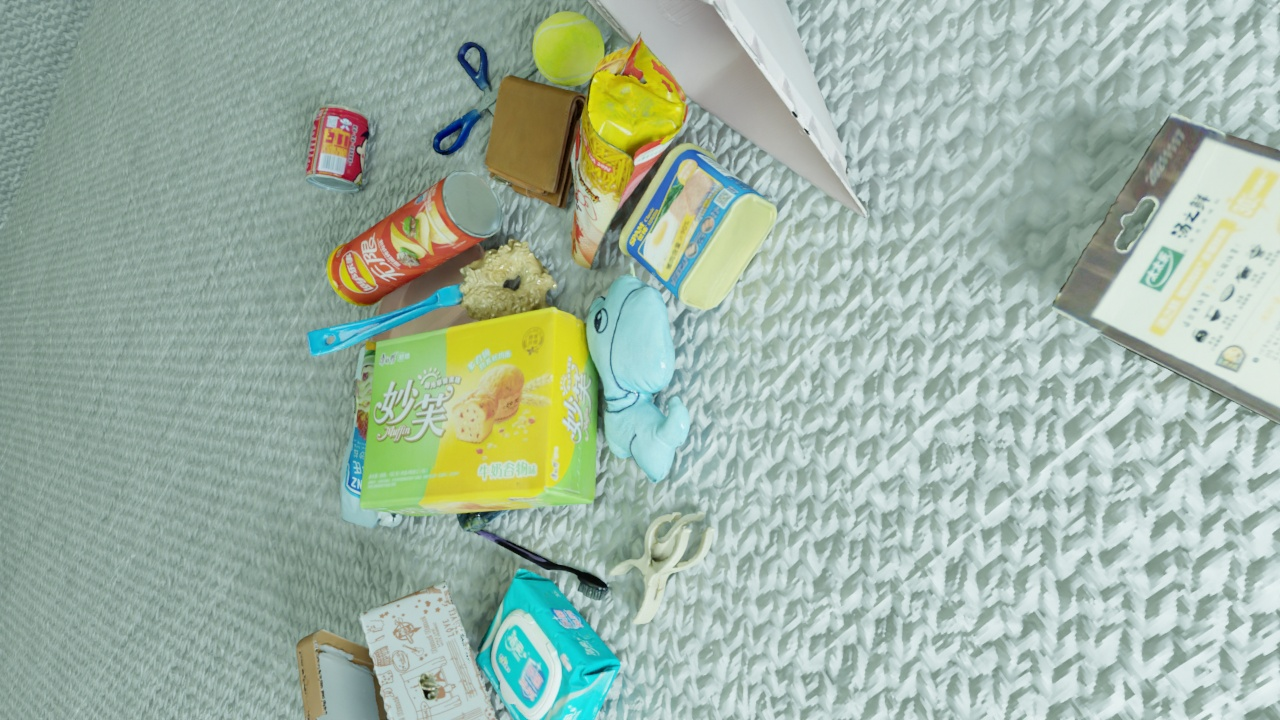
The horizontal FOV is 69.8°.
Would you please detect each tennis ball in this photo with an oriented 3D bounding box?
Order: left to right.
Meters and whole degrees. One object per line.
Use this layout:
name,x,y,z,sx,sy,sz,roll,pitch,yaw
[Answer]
tennis ball,-0.066,-0.285,0.842,0.066,0.065,0.065,-12,72,42

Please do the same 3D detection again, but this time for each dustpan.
dustpan,0.027,-0.213,0.638,0.139,0.222,0.272,-25,50,24

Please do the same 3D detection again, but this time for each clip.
clip,0.015,0.151,0.687,0.100,0.034,0.070,-52,51,29

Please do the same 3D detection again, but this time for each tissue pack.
tissue pack,-0.080,0.243,0.745,0.133,0.050,0.093,39,109,43

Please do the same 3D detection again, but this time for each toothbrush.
toothbrush,-0.093,0.174,0.800,0.189,0.014,0.017,11,100,45

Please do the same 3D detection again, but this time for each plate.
plate,-0.211,-0.023,0.950,0.230,0.028,0.229,-12,73,43

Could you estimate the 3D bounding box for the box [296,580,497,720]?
box,-0.202,0.304,0.757,0.147,0.148,0.181,99,149,-48

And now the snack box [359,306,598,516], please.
snack box,-0.141,0.051,0.800,0.210,0.070,0.157,-9,71,29

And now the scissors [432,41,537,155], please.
scissors,-0.169,-0.280,0.980,0.176,0.012,0.162,-30,62,34

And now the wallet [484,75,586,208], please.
wallet,-0.102,-0.211,0.879,0.132,0.031,0.108,30,112,47

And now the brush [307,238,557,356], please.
brush,-0.198,-0.048,0.861,0.255,0.046,0.083,-16,77,12

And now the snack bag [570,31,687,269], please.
snack bag,-0.027,-0.161,0.733,0.208,0.073,0.128,143,129,-71

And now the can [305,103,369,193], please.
can,-0.374,-0.262,1.135,0.067,0.066,0.093,1,82,44

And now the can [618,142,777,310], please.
can,0.043,-0.100,0.700,0.083,0.057,0.102,47,113,38

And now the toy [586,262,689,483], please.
toy,-0.004,0.004,0.724,0.161,0.049,0.156,31,114,53

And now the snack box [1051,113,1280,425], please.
snack box,0.292,-0.042,0.446,0.125,0.053,0.113,40,109,42

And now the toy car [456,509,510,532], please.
toy car,-0.129,0.122,0.832,0.091,0.034,0.043,-36,55,18

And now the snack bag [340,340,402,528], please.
snack bag,-0.268,0.076,0.940,0.110,0.038,0.191,6,87,34

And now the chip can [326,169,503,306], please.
chip can,-0.230,-0.118,0.921,0.217,0.073,0.073,-19,68,40
